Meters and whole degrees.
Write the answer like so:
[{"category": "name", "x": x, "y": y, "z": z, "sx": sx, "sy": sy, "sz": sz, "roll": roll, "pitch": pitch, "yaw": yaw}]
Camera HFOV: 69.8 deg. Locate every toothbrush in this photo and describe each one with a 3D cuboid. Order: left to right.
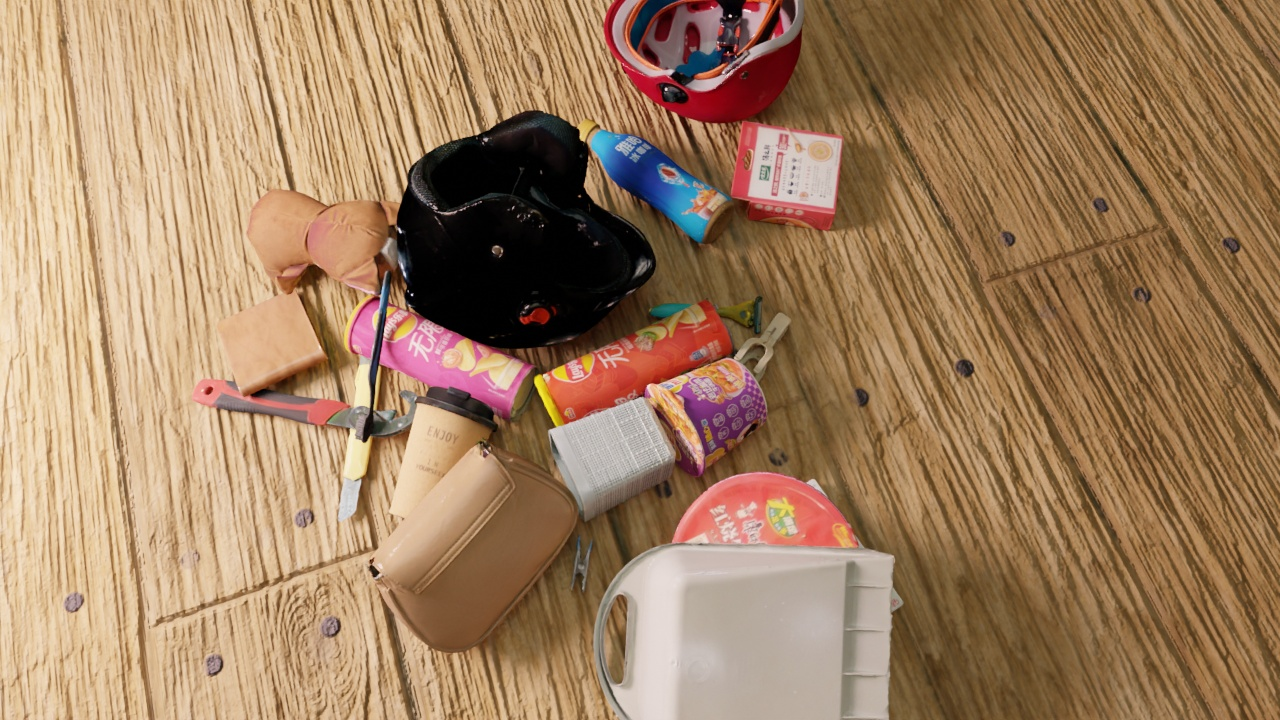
[{"category": "toothbrush", "x": -0.289, "y": -0.005, "z": 0.994, "sx": 0.016, "sy": 0.014, "sz": 0.189, "roll": 8, "pitch": 90, "yaw": 25}]

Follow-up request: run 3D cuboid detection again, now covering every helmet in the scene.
[{"category": "helmet", "x": -0.131, "y": -0.122, "z": 0.993, "sx": 0.274, "sy": 0.231, "sz": 0.232, "roll": 26, "pitch": 37, "yaw": -13}, {"category": "helmet", "x": 0.086, "y": -0.382, "z": 1.140, "sx": 0.240, "sy": 0.144, "sz": 0.206, "roll": 6, "pitch": 64, "yaw": 19}]

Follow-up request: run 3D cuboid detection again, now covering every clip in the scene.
[{"category": "clip", "x": -0.061, "y": 0.214, "z": 0.962, "sx": 0.038, "sy": 0.026, "sz": 0.058, "roll": 11, "pitch": 69, "yaw": -3}, {"category": "clip", "x": 0.137, "y": -0.015, "z": 1.029, "sx": 0.035, "sy": 0.092, "sz": 0.103, "roll": 35, "pitch": 83, "yaw": 14}]

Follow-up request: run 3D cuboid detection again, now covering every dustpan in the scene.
[{"category": "dustpan", "x": 0.089, "y": 0.281, "z": 0.882, "sx": 0.257, "sy": 0.143, "sz": 0.222, "roll": 4, "pitch": 85, "yaw": -8}]

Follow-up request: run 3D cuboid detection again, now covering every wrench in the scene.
[{"category": "wrench", "x": -0.376, "y": 0.050, "z": 1.028, "sx": 0.273, "sy": 0.016, "sz": 0.056, "roll": 5, "pitch": 65, "yaw": 8}]

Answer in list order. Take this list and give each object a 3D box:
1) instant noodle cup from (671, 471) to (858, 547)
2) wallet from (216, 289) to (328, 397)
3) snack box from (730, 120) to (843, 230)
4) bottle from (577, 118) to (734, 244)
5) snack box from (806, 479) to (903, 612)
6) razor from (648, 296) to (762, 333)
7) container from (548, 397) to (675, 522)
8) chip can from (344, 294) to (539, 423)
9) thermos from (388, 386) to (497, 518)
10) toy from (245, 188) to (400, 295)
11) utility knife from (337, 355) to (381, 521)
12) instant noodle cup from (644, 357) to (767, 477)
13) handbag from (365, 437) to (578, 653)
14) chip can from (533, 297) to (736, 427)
[{"category": "instant noodle cup", "x": 0.127, "y": 0.208, "z": 0.916, "sx": 0.194, "sy": 0.065, "sz": 0.193, "roll": -2, "pitch": 83, "yaw": 20}, {"category": "wallet", "x": -0.425, "y": -0.023, "z": 1.056, "sx": 0.101, "sy": 0.020, "sz": 0.115, "roll": -26, "pitch": 58, "yaw": -13}, {"category": "snack box", "x": 0.178, "y": -0.226, "z": 1.124, "sx": 0.127, "sy": 0.044, "sz": 0.113, "roll": 10, "pitch": 69, "yaw": 3}, {"category": "bottle", "x": 0.011, "y": -0.225, "z": 1.115, "sx": 0.219, "sy": 0.065, "sz": 0.065, "roll": 37, "pitch": 73, "yaw": 14}, {"category": "snack box", "x": 0.192, "y": 0.211, "z": 0.959, "sx": 0.084, "sy": 0.027, "sz": 0.156, "roll": -31, "pitch": 70, "yaw": -11}, {"category": "razor", "x": 0.075, "y": -0.056, "z": 1.066, "sx": 0.132, "sy": 0.028, "sz": 0.043, "roll": 1, "pitch": 106, "yaw": 0}, {"category": "container", "x": -0.028, "y": 0.102, "z": 0.973, "sx": 0.111, "sy": 0.090, "sz": 0.090, "roll": -23, "pitch": 70, "yaw": -11}, {"category": "chip can", "x": -0.221, "y": -0.002, "z": 1.025, "sx": 0.210, "sy": 0.071, "sz": 0.071, "roll": 23, "pitch": 70, "yaw": 10}, {"category": "thermos", "x": -0.213, "y": 0.103, "z": 0.976, "sx": 0.093, "sy": 0.093, "sz": 0.143, "roll": 17, "pitch": 78, "yaw": 8}, {"category": "toy", "x": -0.352, "y": -0.133, "z": 1.059, "sx": 0.200, "sy": 0.130, "sz": 0.140, "roll": 6, "pitch": 68, "yaw": 26}, {"category": "utility knife", "x": -0.314, "y": 0.082, "z": 1.021, "sx": 0.031, "sy": 0.020, "sz": 0.196, "roll": -1, "pitch": 61, "yaw": 6}, {"category": "instant noodle cup", "x": 0.075, "y": 0.055, "z": 0.985, "sx": 0.099, "sy": 0.112, "sz": 0.111, "roll": -26, "pitch": 70, "yaw": -19}, {"category": "handbag", "x": -0.168, "y": 0.180, "z": 0.919, "sx": 0.204, "sy": 0.148, "sz": 0.100, "roll": -48, "pitch": 32, "yaw": -13}, {"category": "chip can", "x": -0.006, "y": 0.006, "z": 1.013, "sx": 0.216, "sy": 0.073, "sz": 0.073, "roll": -25, "pitch": 70, "yaw": -6}]
